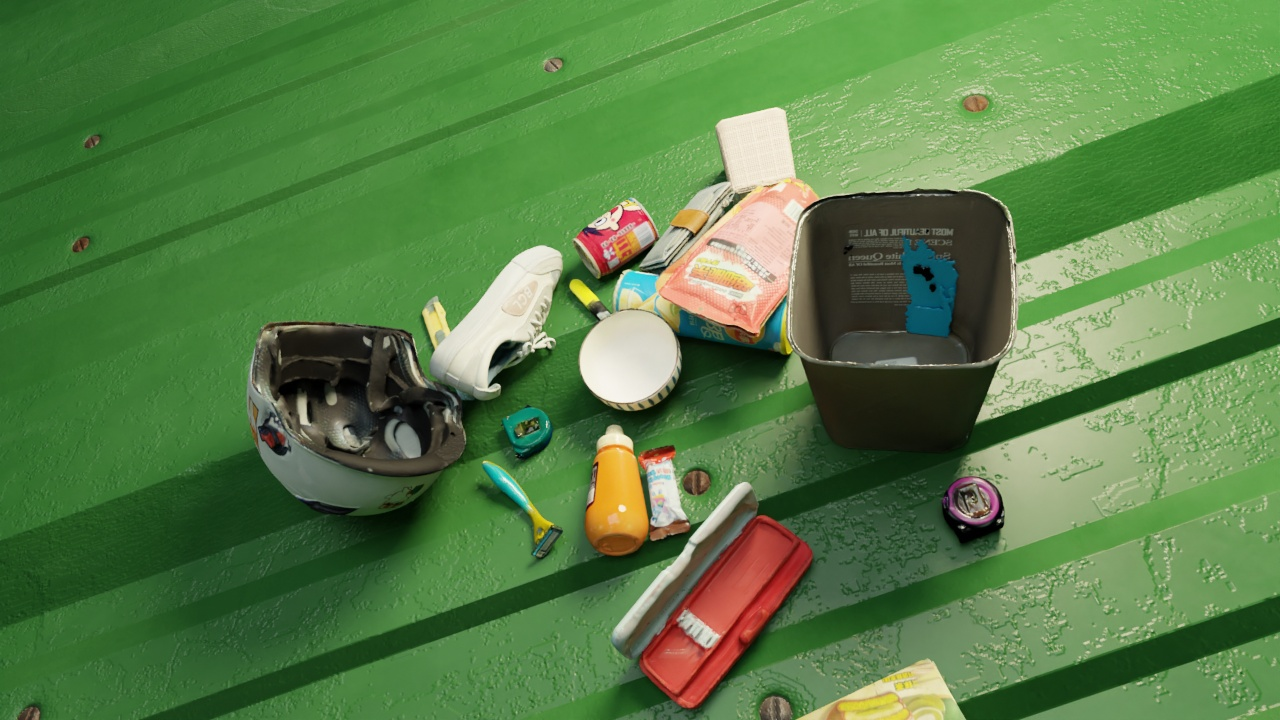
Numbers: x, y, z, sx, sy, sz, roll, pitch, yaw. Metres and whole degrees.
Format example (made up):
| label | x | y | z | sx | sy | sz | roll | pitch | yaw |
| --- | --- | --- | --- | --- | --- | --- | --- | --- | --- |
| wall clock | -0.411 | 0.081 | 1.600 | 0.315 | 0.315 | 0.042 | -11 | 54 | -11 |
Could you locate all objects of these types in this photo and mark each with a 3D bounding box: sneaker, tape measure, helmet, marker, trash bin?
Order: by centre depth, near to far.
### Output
| label | x | y | z | sx | sy | sz | roll | pitch | yaw |
| --- | --- | --- | --- | --- | --- | --- | --- | --- | --- |
| tape measure | 0.324 | 0.142 | 0.895 | 0.057 | 0.039 | 0.057 | -20 | 56 | 3 |
| trash bin | 0.257 | -0.026 | 0.911 | 0.199 | 0.220 | 0.198 | 2 | 60 | 17 |
| helmet | -0.332 | 0.079 | 1.032 | 0.274 | 0.229 | 0.157 | 49 | 123 | 29 |
| tape measure | -0.131 | 0.081 | 1.067 | 0.054 | 0.025 | 0.058 | -29 | 57 | -3 |
| sneaker | -0.145 | -0.047 | 1.101 | 0.091 | 0.090 | 0.241 | 30 | 53 | 9 |
| marker | -0.049 | -0.059 | 1.139 | 0.018 | 0.015 | 0.124 | -38 | 60 | -9 |

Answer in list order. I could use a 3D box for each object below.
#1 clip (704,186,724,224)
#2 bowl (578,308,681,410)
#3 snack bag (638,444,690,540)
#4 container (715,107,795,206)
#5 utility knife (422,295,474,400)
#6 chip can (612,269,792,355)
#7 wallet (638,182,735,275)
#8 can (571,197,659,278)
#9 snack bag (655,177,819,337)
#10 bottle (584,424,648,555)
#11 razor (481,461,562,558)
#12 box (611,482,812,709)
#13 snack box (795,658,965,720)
| label | x | y | z | sx | sy | sz | roll | pitch | yaw |
| --- | --- | --- | --- | --- | --- | --- | --- | --- | --- |
| clip | 0.097 | -0.201 | 1.184 | 0.026 | 0.037 | 0.058 | -6 | 58 | 8 |
| bowl | -0.006 | 0.006 | 1.050 | 0.116 | 0.066 | 0.116 | -6 | 66 | 13 |
| snack bag | 0.024 | 0.141 | 0.987 | 0.045 | 0.026 | 0.105 | -13 | 59 | 4 |
| container | 0.150 | -0.240 | 1.152 | 0.090 | 0.090 | 0.110 | -11 | 59 | 8 |
| utility knife | -0.244 | -0.014 | 1.167 | 0.031 | 0.019 | 0.182 | -31 | 60 | 2 |
| chip can | 0.076 | -0.058 | 1.069 | 0.210 | 0.071 | 0.071 | 10 | 62 | 21 |
| wallet | 0.054 | -0.162 | 1.118 | 0.037 | 0.107 | 0.129 | 40 | 80 | -12 |
| can | -0.032 | -0.154 | 1.160 | 0.093 | 0.066 | 0.066 | -36 | 57 | -8 |
| snack bag | 0.124 | -0.118 | 1.026 | 0.128 | 0.073 | 0.207 | 30 | 61 | 20 |
| bottle | -0.027 | 0.133 | 0.988 | 0.067 | 0.067 | 0.149 | -10 | 49 | 9 |
| razor | -0.135 | 0.158 | 1.019 | 0.132 | 0.028 | 0.043 | 44 | 109 | 30 |
| box | 0.073 | 0.224 | 0.879 | 0.094 | 0.100 | 0.200 | 33 | 73 | 30 |
| snack box | 0.171 | 0.362 | 0.788 | 0.240 | 0.063 | 0.114 | -25 | 56 | -1 |
